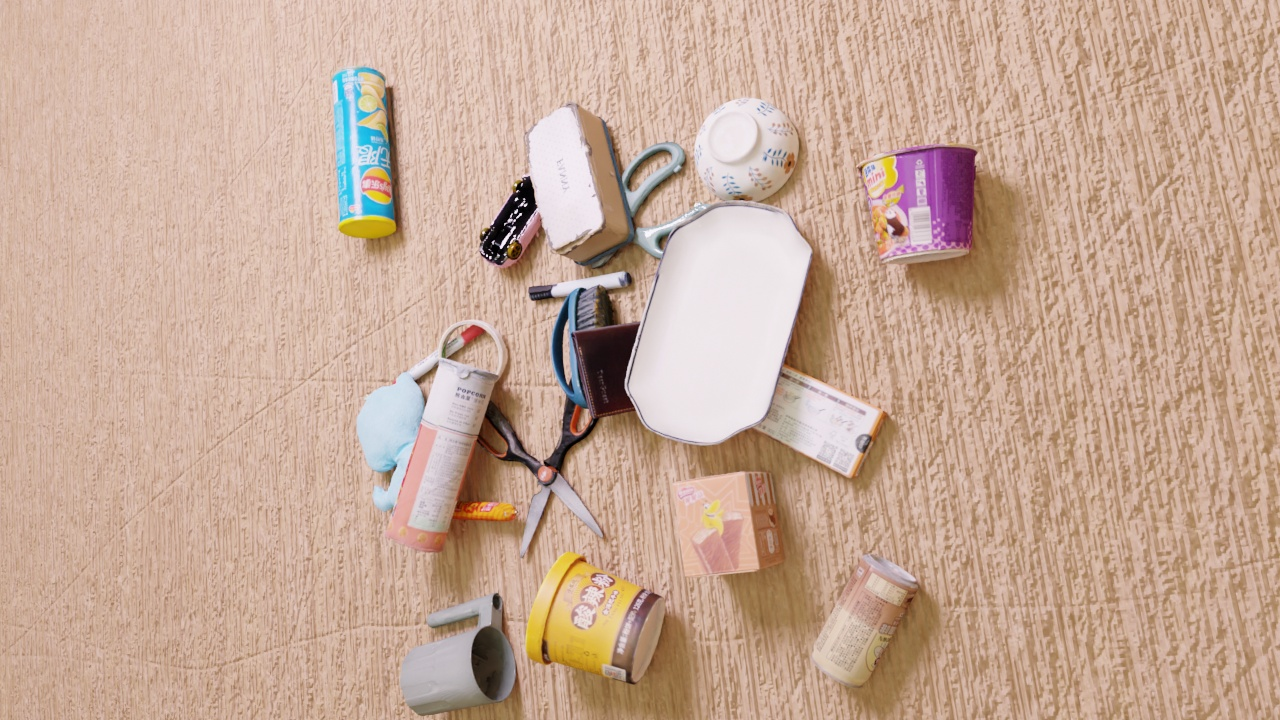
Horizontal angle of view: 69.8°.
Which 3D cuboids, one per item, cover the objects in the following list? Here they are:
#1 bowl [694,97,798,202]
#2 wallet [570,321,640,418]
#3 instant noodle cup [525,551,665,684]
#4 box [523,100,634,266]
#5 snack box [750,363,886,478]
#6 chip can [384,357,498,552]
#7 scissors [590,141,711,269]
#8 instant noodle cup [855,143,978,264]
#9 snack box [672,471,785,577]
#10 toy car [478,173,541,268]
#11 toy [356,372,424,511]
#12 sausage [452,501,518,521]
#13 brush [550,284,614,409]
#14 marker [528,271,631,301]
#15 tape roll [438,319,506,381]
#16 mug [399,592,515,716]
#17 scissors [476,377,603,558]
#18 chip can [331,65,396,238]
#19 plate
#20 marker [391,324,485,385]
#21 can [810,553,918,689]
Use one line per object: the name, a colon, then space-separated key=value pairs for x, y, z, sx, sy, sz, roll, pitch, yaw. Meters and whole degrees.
bowl: x=0.107 y=-0.229 z=0.978 sx=0.114 sy=0.062 sz=0.113 roll=-3 pitch=83 yaw=23
wallet: x=-0.006 y=0.006 z=0.983 sx=0.122 sy=0.020 sz=0.096 roll=-10 pitch=78 yaw=-18
instant noodle cup: x=-0.043 y=0.274 z=0.959 sx=0.114 sy=0.118 sz=0.118 roll=16 pitch=90 yaw=18
box: x=-0.070 y=-0.195 z=1.044 sx=0.090 sy=0.062 sz=0.184 roll=-22 pitch=73 yaw=29
snack box: x=0.164 y=0.053 z=0.936 sx=0.154 sy=0.026 sz=0.075 roll=27 pitch=94 yaw=25
chip can: x=-0.229 y=0.109 z=1.055 sx=0.071 sy=0.071 sz=0.214 roll=16 pitch=87 yaw=25
scissors: x=0.002 y=-0.177 z=1.043 sx=0.177 sy=0.019 sz=0.172 roll=-11 pitch=80 yaw=24
instant noodle cup: x=0.268 y=-0.145 z=0.876 sx=0.112 sy=0.111 sz=0.099 roll=-5 pitch=91 yaw=24
snack box: x=0.089 y=0.163 z=0.920 sx=0.077 sy=0.092 sz=0.094 roll=-12 pitch=79 yaw=23
toy car: x=-0.146 y=-0.166 z=1.099 sx=0.056 sy=0.037 sz=0.122 roll=30 pitch=84 yaw=23
toy: x=-0.300 y=0.100 z=1.126 sx=0.156 sy=0.049 sz=0.161 roll=30 pitch=94 yaw=23
sausage: x=-0.208 y=0.177 z=1.083 sx=0.165 sy=0.021 sz=0.021 roll=-4 pitch=82 yaw=32
brush: x=-0.065 y=-0.014 z=1.025 sx=0.074 sy=0.055 sz=0.143 roll=-12 pitch=68 yaw=23
marker: x=-0.072 y=-0.086 z=1.063 sx=0.131 sy=0.022 sz=0.018 roll=-8 pitch=71 yaw=25
tape roll: x=-0.203 y=-0.006 z=1.105 sx=0.086 sy=0.013 sz=0.086 roll=2 pitch=97 yaw=16
mug: x=-0.207 y=0.337 z=1.049 sx=0.104 sy=0.083 sz=0.123 roll=-21 pitch=49 yaw=22
scissors: x=-0.115 y=0.111 z=1.058 sx=0.221 sy=0.021 sz=0.233 roll=26 pitch=94 yaw=25
chip can: x=-0.359 y=-0.269 z=1.188 sx=0.071 sy=0.071 sz=0.210 roll=-10 pitch=79 yaw=23
plate: x=0.083 y=-0.039 z=0.954 sx=0.162 sy=0.034 sz=0.265 roll=11 pitch=78 yaw=23
marker: x=-0.252 y=-0.004 z=1.137 sx=0.145 sy=0.017 sz=0.017 roll=-33 pitch=71 yaw=17
can: x=0.213 y=0.247 z=0.873 sx=0.058 sy=0.058 sz=0.116 roll=30 pitch=96 yaw=24
